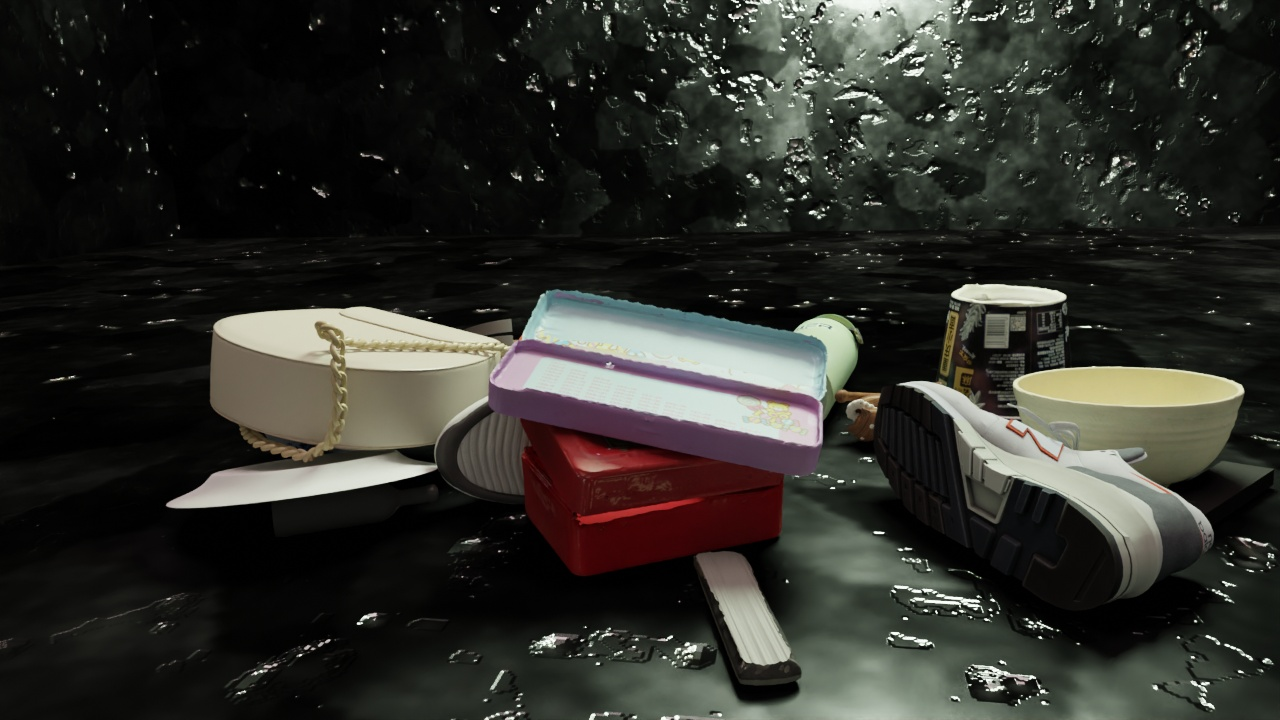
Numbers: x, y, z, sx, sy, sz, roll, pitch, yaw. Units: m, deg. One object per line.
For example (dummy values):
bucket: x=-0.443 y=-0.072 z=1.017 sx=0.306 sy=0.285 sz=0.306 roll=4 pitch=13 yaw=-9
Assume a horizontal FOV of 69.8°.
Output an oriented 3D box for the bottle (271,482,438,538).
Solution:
bottle: x=-0.202 y=0.103 z=0.656 sx=0.112 sy=0.030 sz=0.030 roll=-6 pitch=14 yaw=-19

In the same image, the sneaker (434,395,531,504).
sneaker: x=-0.051 y=0.049 z=0.753 sx=0.262 sy=0.097 sz=0.129 roll=-9 pitch=8 yaw=-31

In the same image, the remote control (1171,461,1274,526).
remote control: x=0.398 y=0.096 z=0.643 sx=0.149 sy=0.013 sz=0.034 roll=-12 pitch=13 yaw=-37

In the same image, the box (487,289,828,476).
box: x=0.019 y=0.008 z=0.618 sx=0.214 sy=0.035 sz=0.150 roll=11 pitch=34 yaw=6

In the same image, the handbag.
handbag: x=-0.227 y=0.003 z=0.739 sx=0.211 sy=0.103 sz=0.208 roll=14 pitch=13 yaw=26

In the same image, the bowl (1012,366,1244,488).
bowl: x=0.360 y=0.053 z=0.686 sx=0.151 sy=0.075 sz=0.150 roll=-4 pitch=9 yaw=1

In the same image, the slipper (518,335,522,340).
slipper: x=-0.005 y=0.005 z=0.896 sx=0.248 sy=0.103 sz=0.059 roll=-3 pitch=-3 yaw=-36

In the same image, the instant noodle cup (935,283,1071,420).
instant noodle cup: x=0.358 y=-0.013 z=0.899 sx=0.137 sy=0.112 sz=0.137 roll=-2 pitch=14 yaw=0

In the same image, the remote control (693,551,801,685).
remote control: x=0.056 y=0.139 z=0.509 sx=0.033 sy=0.013 sz=0.136 roll=-2 pitch=12 yaw=-6

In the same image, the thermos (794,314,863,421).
thermos: x=0.178 y=0.003 z=0.928 sx=0.082 sy=0.082 sz=0.230 roll=3 pitch=14 yaw=20

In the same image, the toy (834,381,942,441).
toy: x=0.223 y=0.046 z=0.813 sx=0.101 sy=0.042 sz=0.054 roll=2 pitch=47 yaw=-18

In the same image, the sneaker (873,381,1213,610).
sneaker: x=0.261 y=0.080 z=0.603 sx=0.124 sy=0.089 sz=0.239 roll=-1 pitch=21 yaw=-17

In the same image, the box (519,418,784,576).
box: x=0.006 y=0.079 z=0.630 sx=0.157 sy=0.110 sz=0.134 roll=-4 pitch=24 yaw=-22

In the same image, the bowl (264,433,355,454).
bowl: x=-0.270 y=0.062 z=0.793 sx=0.114 sy=0.045 sz=0.114 roll=5 pitch=14 yaw=-1

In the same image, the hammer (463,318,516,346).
hammer: x=-0.063 y=-0.013 z=1.076 sx=0.322 sy=0.033 sz=0.116 roll=-1 pitch=-18 yaw=-20

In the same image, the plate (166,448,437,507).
plate: x=-0.245 y=0.083 z=0.677 sx=0.188 sy=0.016 sz=0.188 roll=-6 pitch=0 yaw=0
